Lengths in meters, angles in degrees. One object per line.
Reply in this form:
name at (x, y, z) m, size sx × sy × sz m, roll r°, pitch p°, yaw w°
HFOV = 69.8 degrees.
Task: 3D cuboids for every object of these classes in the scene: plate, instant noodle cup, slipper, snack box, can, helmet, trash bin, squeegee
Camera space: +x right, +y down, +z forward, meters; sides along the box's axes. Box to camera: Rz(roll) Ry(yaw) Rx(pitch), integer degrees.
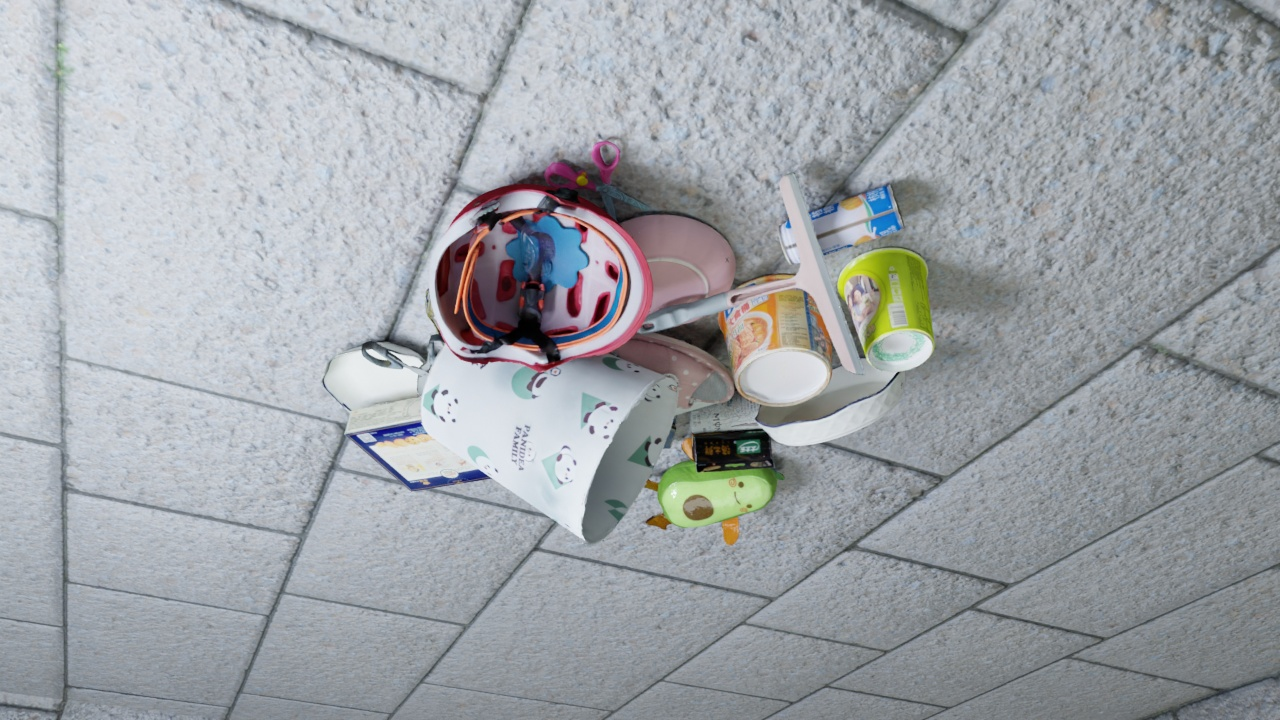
plate at (0.252, 0.054, 1.206) m, size 0.205 × 0.204 × 0.045 m, roll -20°, pitch 101°, yaw 23°
instant noodle cup at (0.305, -0.055, 1.116) m, size 0.111 × 0.123 × 0.112 m, roll 0°, pitch 142°, yaw -1°
slipper at (-0.007, 0.007, 1.210) m, size 0.274 × 0.054 × 0.114 m, roll 20°, pitch 146°, yaw -5°
snack box at (0.134, 0.130, 1.354) m, size 0.113 × 0.053 × 0.125 m, roll -4°, pitch 179°, yaw 1°
plate at (0.022, -0.097, 1.127) m, size 0.192 × 0.039 × 0.193 m, roll -1°, pitch 143°, yaw -1°
can at (0.144, 0.072, 1.328) m, size 0.147 × 0.058 × 0.058 m, roll -4°, pitch 141°, yaw 5°
helmet at (-0.110, -0.105, 1.031) m, size 0.240 × 0.143 × 0.207 m, roll 3°, pitch 119°, yaw -5°
trash bin at (-0.115, 0.068, 1.135) m, size 0.252 × 0.228 × 0.230 m, roll 27°, pitch 145°, yaw 18°
squeegee at (0.108, -0.072, 1.083) m, size 0.250 × 0.040 × 0.248 m, roll -15°, pitch 109°, yaw 25°
snack box at (-0.302, 0.121, 1.337) m, size 0.178 × 0.045 × 0.182 m, roll -11°, pitch 142°, yaw 17°
plate at (-0.339, 0.054, 1.322) m, size 0.162 × 0.034 × 0.266 m, roll -13°, pitch 140°, yaw 16°
can at (0.228, -0.153, 1.048) m, size 0.135 × 0.053 × 0.053 m, roll -18°, pitch 138°, yaw 21°
instant noodle cup at (0.177, -0.019, 1.171) m, size 0.151 × 0.111 × 0.152 m, roll 0°, pitch 142°, yaw 0°

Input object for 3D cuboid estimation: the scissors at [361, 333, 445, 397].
scissors at (-0.288, 0.013, 1.232) m, size 0.160 × 0.014 × 0.178 m, roll -27°, pitch 136°, yaw 36°

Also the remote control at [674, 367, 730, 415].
remote control at (0.070, 0.048, 1.304) m, size 0.125 × 0.049 × 0.024 m, roll -18°, pitch 135°, yaw 20°

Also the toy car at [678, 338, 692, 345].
toy car at (0.060, 0.004, 1.264) m, size 0.043 × 0.034 × 0.090 m, roll -16°, pitch 140°, yaw 13°

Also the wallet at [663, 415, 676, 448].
wallet at (-0.005, 0.099, 1.385) m, size 0.115 × 0.033 × 0.090 m, roll 6°, pitch 142°, yaw -2°

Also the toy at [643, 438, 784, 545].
toy at (0.106, 0.213, 1.476) m, size 0.247 × 0.089 × 0.227 m, roll -16°, pitch 123°, yaw 15°

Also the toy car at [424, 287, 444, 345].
toy car at (-0.234, -0.041, 1.199) m, size 0.070 × 0.042 × 0.158 m, roll -7°, pitch 139°, yaw 7°

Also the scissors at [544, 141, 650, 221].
scissors at (-0.037, -0.199, 1.022) m, size 0.133 × 0.017 × 0.119 m, roll 20°, pitch 138°, yaw -30°
